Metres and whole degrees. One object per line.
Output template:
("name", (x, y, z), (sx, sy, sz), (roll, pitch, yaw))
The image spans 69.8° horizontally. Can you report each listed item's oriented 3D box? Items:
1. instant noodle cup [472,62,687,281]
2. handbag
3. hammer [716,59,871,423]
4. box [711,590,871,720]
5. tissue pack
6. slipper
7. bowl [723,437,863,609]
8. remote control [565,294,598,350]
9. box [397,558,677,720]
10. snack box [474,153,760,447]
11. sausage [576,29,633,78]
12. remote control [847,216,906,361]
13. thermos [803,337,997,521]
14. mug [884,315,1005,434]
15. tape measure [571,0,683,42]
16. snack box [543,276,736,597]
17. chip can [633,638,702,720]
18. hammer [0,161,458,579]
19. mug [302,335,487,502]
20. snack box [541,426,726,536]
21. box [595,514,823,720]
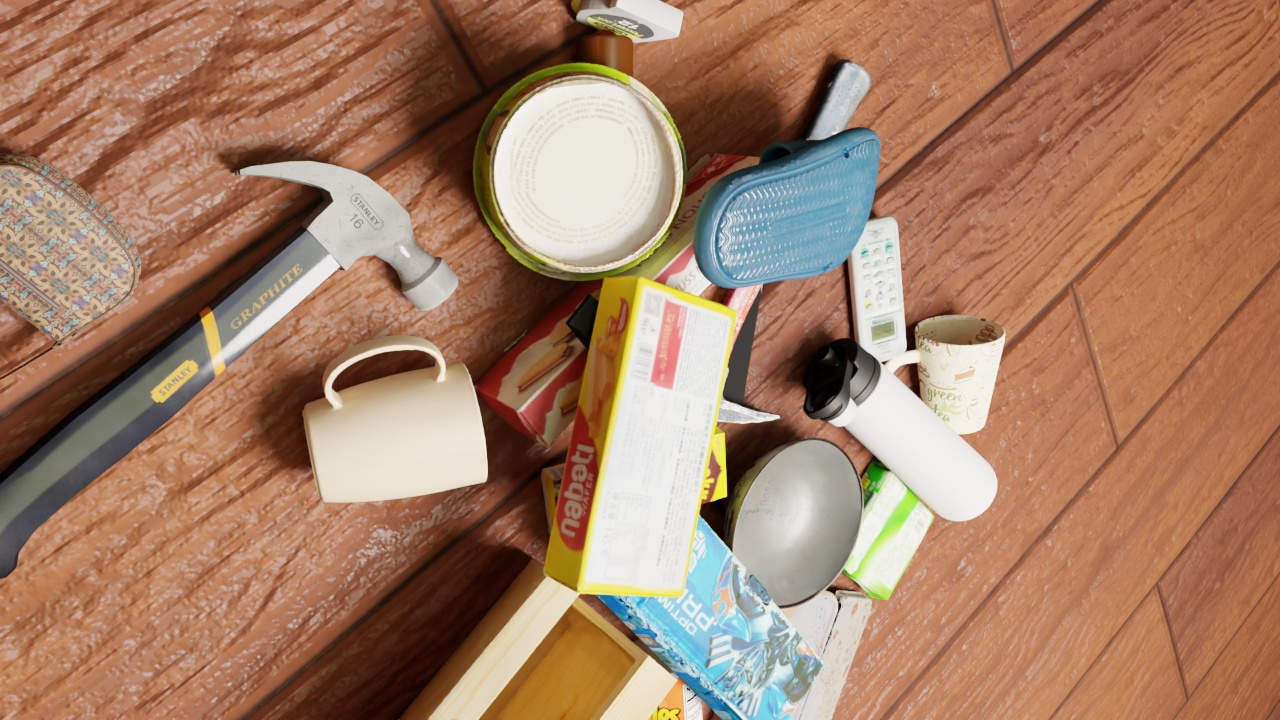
("instant noodle cup", (-0.037, -0.121, 0.595), (0.146, 0.098, 0.146), (-1, 102, -6))
("handbag", (-0.365, -0.020, 0.483), (0.195, 0.043, 0.093), (-44, 124, -8))
("hammer", (0.115, -0.098, 0.766), (0.140, 0.036, 0.326), (31, 83, -32))
("box", (0.141, 0.315, 0.867), (0.157, 0.063, 0.216), (22, 88, -45))
("tissue pack", (0.232, 0.165, 0.894), (0.099, 0.034, 0.114), (44, 75, -30))
("slipper", (0.106, -0.107, 0.655), (0.213, 0.059, 0.104), (-26, 125, -40))
("bowl", (0.123, 0.136, 0.805), (0.150, 0.057, 0.151), (-7, 104, -31))
("remote control", (-0.004, 0.004, 0.635), (0.039, 0.010, 0.125), (-53, 125, -12))
("box", (-0.117, 0.266, 0.638), (0.248, 0.141, 0.148), (-49, 118, -15))
("snack box", (-0.003, -0.055, 0.675), (0.272, 0.077, 0.044), (-45, 124, -16))
("sausage", (-0.026, -0.156, 0.661), (0.040, 0.040, 0.156), (-7, 104, -31))
("remote control", (0.214, -0.063, 0.840), (0.050, 0.022, 0.133), (-15, 108, -18))
("thermos", (0.235, 0.074, 0.832), (0.230, 0.069, 0.101), (40, 39, -24))
("mug", (0.286, 0.018, 0.884), (0.122, 0.081, 0.097), (-9, 113, -9))
("tape measure", (-0.011, -0.240, 0.635), (0.064, 0.065, 0.017), (9, 95, -36))
("snack box", (0.003, 0.052, 0.606), (0.092, 0.042, 0.200), (14, 85, -40))
("chip can", (0.024, 0.343, 0.782), (0.062, 0.062, 0.210), (-13, 107, -30))
("hammer", (-0.264, 0.005, 0.546), (0.312, 0.035, 0.139), (-46, 119, -16))
("mug", (-0.159, 0.037, 0.584), (0.104, 0.085, 0.112), (-12, 124, -19))
("snack box", (-0.002, 0.097, 0.722), (0.148, 0.025, 0.061), (-14, 114, -22))
("box", (0.058, 0.203, 0.714), (0.243, 0.066, 0.090), (52, 47, -29))
